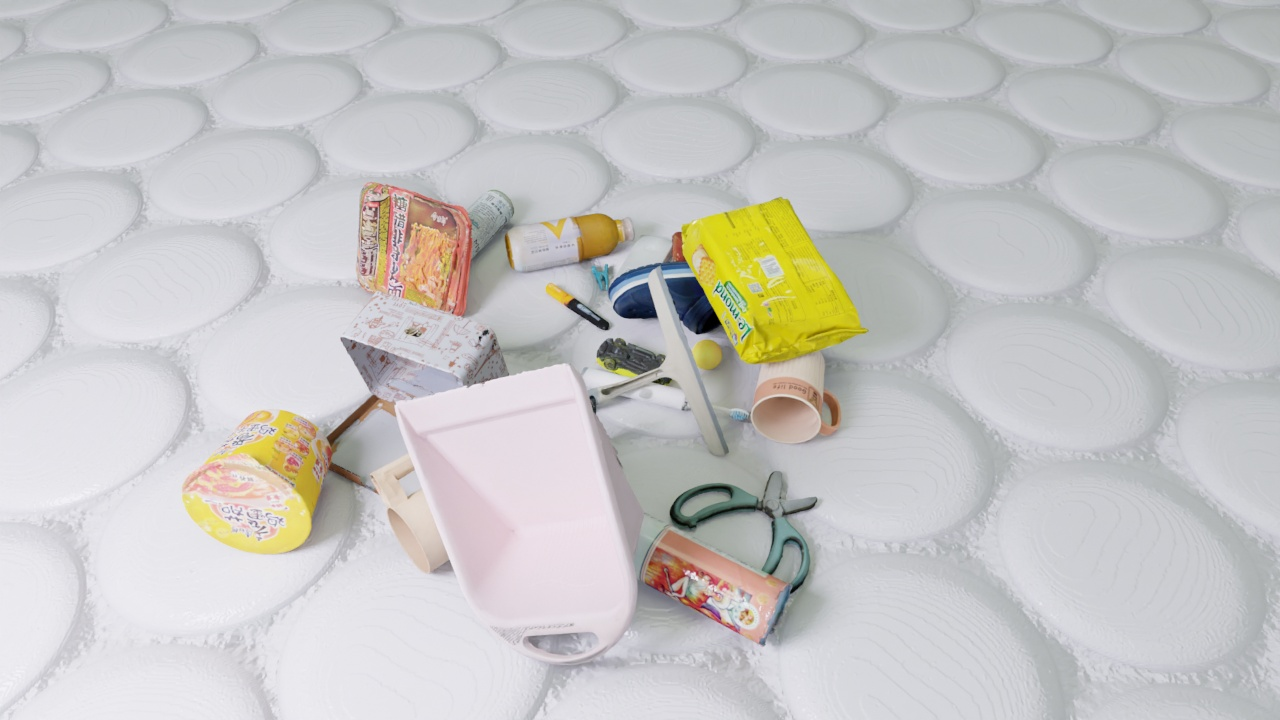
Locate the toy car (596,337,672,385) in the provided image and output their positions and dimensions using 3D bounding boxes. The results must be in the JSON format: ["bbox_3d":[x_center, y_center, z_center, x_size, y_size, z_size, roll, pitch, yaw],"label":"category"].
[{"bbox_3d":[-0.007,0.007,1.197,0.105,0.032,0.048,20,47,4],"label":"toy car"}]

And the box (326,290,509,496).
[{"bbox_3d":[-0.279,0.053,1.076,0.183,0.157,0.192,18,55,20],"label":"box"}]

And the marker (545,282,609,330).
[{"bbox_3d":[-0.090,-0.076,1.293,0.124,0.015,0.018,35,59,29],"label":"marker"}]

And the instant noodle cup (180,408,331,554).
[{"bbox_3d":[-0.412,0.128,1.012,0.138,0.138,0.109,4,37,4],"label":"instant noodle cup"}]

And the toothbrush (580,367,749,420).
[{"bbox_3d":[0.030,0.045,1.161,0.221,0.027,0.026,13,27,13],"label":"toothbrush"}]

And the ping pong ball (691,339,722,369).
[{"bbox_3d":[0.087,-0.008,1.203,0.040,0.040,0.040,0,45,0],"label":"ping pong ball"}]

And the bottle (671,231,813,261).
[{"bbox_3d":[0.149,-0.160,1.345,0.206,0.060,0.059,0,45,0],"label":"bottle"}]

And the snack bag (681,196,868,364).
[{"bbox_3d":[0.161,-0.106,1.152,0.158,0.068,0.246,-16,55,-13],"label":"snack bag"}]

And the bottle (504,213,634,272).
[{"bbox_3d":[-0.103,-0.178,1.359,0.189,0.068,0.068,-12,46,-12],"label":"bottle"}]

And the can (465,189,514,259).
[{"bbox_3d":[-0.252,-0.198,1.387,0.058,0.058,0.146,19,47,18],"label":"can"}]

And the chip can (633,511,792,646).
[{"bbox_3d":[0.046,0.216,0.956,0.215,0.071,0.071,23,49,21],"label":"chip can"}]

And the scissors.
[{"bbox_3d":[0.113,0.185,1.025,0.179,0.019,0.169,7,46,9],"label":"scissors"}]

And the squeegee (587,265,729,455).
[{"bbox_3d":[-0.047,0.041,1.139,0.246,0.039,0.246,-20,80,1],"label":"squeegee"}]

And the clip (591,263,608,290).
[{"bbox_3d":[-0.055,-0.121,1.339,0.049,0.015,0.056,-4,45,-7],"label":"clip"}]

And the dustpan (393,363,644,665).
[{"bbox_3d":[-0.110,0.156,0.876,0.223,0.273,0.138,-15,34,31],"label":"dustpan"}]

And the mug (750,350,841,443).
[{"bbox_3d":[0.197,0.043,1.131,0.114,0.082,0.105,28,44,-10],"label":"mug"}]

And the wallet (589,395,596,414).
[{"bbox_3d":[-0.098,0.100,1.056,0.120,0.097,0.019,-32,57,-28],"label":"wallet"}]

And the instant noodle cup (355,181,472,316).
[{"bbox_3d":[-0.307,-0.158,1.292,0.189,0.165,0.078,20,25,19],"label":"instant noodle cup"}]

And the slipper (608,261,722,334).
[{"bbox_3d":[0.084,-0.078,1.242,0.253,0.105,0.095,-7,65,-4],"label":"slipper"}]

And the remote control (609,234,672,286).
[{"bbox_3d":[0.004,-0.137,1.350,0.056,0.019,0.134,14,46,15],"label":"remote control"}]

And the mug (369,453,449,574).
[{"bbox_3d":[-0.218,0.151,0.995,0.103,0.124,0.084,-31,10,-30],"label":"mug"}]
